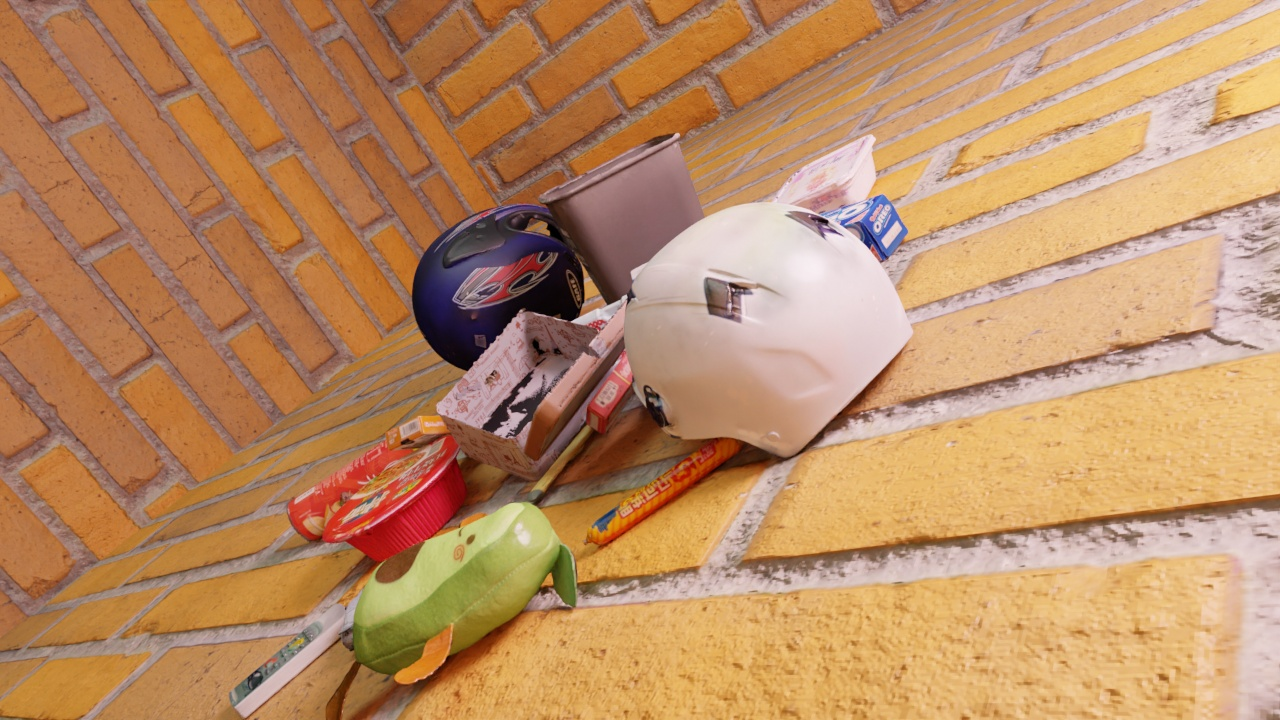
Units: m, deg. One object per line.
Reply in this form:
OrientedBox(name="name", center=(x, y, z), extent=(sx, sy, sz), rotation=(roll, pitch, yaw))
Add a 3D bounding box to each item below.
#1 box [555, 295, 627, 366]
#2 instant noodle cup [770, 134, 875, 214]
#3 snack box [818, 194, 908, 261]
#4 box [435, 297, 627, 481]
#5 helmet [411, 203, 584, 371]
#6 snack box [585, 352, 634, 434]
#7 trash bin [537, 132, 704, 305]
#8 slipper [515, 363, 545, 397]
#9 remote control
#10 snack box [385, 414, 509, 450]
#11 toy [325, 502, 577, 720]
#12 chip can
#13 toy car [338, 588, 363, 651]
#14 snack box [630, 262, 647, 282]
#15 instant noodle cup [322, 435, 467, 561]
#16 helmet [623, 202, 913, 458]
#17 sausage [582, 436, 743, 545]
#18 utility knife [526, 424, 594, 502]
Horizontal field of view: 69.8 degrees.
OrientedBox(name="box", center=(-0.009, -0.037, 1.113), extent=(0.202, 0.101, 0.095), rotation=(-24, 19, 30))
OrientedBox(name="instant noodle cup", center=(0.256, -0.232, 1.253), extent=(0.138, 0.060, 0.173), rotation=(-22, 18, 36))
OrientedBox(name="snack box", center=(0.203, -0.132, 1.058), extent=(0.058, 0.057, 0.208), rotation=(-46, 20, -31))
OrientedBox(name="box", center=(-0.092, 0.028, 0.991), extent=(0.273, 0.130, 0.178), rotation=(-12, 35, 54))
OrientedBox(name="helmet", center=(-0.209, -0.114, 1.496), extent=(0.314, 0.247, 0.240), rotation=(-36, 43, -20))
OrientedBox(name="snack box", center=(-0.006, 0.006, 0.990), extent=(0.152, 0.025, 0.075), rotation=(-55, -7, -16))
OrientedBox(name="trash bin", center=(-0.004, -0.168, 1.253), extent=(0.198, 0.220, 0.199), rotation=(-27, 15, -4))
OrientedBox(name="slipper", center=(-0.186, 0.031, 1.304), extent=(0.191, 0.081, 0.091), rotation=(-24, 15, 21))
OrientedBox(name="remote control", center=(-0.350, 0.299, 0.924), extent=(0.134, 0.019, 0.056), rotation=(-40, 16, -23))
OrientedBox(name="snack box", center=(-0.247, 0.092, 1.194), extent=(0.075, 0.026, 0.153), rotation=(-23, -15, 35))
OrientedBox(name="toy", center=(-0.162, 0.191, 0.749), extent=(0.247, 0.090, 0.226), rotation=(-32, 21, 16))
OrientedBox(name="chip can", center=(-0.394, 0.172, 1.300), extent=(0.217, 0.073, 0.073), rotation=(-32, 15, 4))
OrientedBox(name="toy car", center=(-0.261, 0.239, 0.902), extent=(0.054, 0.037, 0.120), rotation=(-33, 12, 4))
OrientedBox(name="snack box", center=(0.067, -0.098, 1.117), extent=(0.085, 0.026, 0.157), rotation=(-24, -22, 30))
OrientedBox(name="instant noodle cup", center=(-0.275, 0.170, 1.083), extent=(0.194, 0.066, 0.193), rotation=(-31, 16, 10))
OrientedBox(name="helmet", center=(0.086, -0.050, 0.775), extent=(0.228, 0.146, 0.259), rotation=(-38, 35, -22))
OrientedBox(name="sausage", center=(0.021, 0.106, 0.764), extent=(0.165, 0.021, 0.021), rotation=(-35, 15, -3))
OrientedBox(name="utility knife", center=(-0.072, 0.092, 0.995), extent=(0.031, 0.020, 0.194), rotation=(-29, 19, 41))
